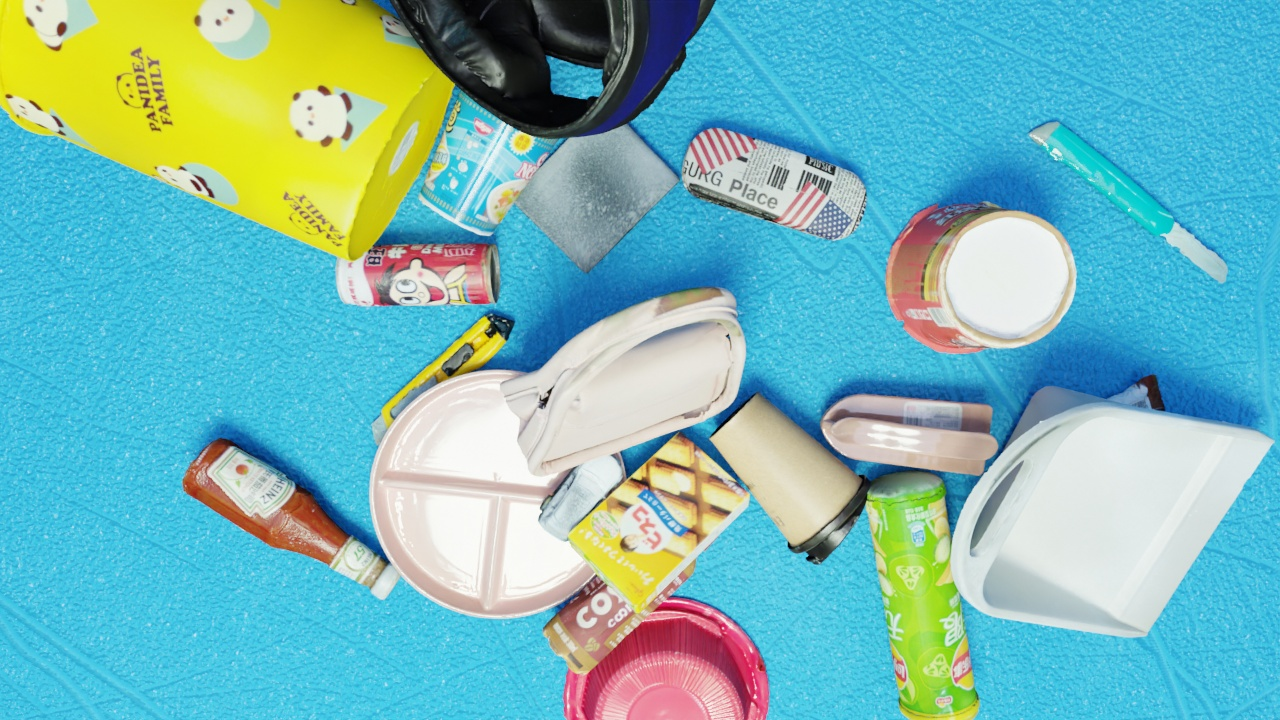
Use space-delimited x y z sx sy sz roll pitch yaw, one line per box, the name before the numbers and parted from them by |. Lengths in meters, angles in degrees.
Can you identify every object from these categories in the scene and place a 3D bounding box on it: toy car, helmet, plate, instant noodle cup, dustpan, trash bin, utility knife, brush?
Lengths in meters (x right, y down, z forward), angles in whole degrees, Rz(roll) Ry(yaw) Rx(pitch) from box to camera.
toy car | -0.053 0.117 0.804 0.043 0.034 0.090 38 92 -4
helmet | -0.048 -0.322 0.671 0.248 0.239 0.315 -34 88 42
plate | -0.127 0.120 0.831 0.229 0.028 0.229 0 98 -3
instant noodle cup | -0.131 -0.169 0.773 0.099 0.099 0.110 31 105 -3
dustpan | 0.380 0.136 0.761 0.258 0.142 0.223 21 109 2
trash bin | -0.298 -0.215 0.707 0.255 0.229 0.230 28 96 -8
instant noodle cup | 0.024 0.320 0.840 0.194 0.066 0.194 0 98 1
instant noodle cup | 0.287 -0.067 0.768 0.138 0.108 0.138 0 97 0
utility knife | 0.431 -0.139 0.806 0.218 0.013 0.029 38 94 -1
utility knife | -0.181 0.017 0.830 0.171 0.015 0.033 -41 92 5
brush | 0.231 0.062 0.803 0.145 0.073 0.063 6 98 1

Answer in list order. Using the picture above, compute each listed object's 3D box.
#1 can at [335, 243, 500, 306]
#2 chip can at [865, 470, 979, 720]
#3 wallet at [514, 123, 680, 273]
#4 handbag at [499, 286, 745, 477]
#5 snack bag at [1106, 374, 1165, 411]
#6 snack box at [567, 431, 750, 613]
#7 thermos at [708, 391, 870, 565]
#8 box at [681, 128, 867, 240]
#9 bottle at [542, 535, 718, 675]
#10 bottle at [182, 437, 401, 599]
can | -0.192 -0.075 0.800 0.133 0.053 0.053 -1 97 1
chip can | 0.251 0.209 0.820 0.072 0.072 0.221 -11 96 2
wallet | -0.040 -0.151 0.808 0.121 0.019 0.097 -44 93 7
handbag | -0.004 0.004 0.705 0.193 0.235 0.093 -20 78 -15
snack bag | 0.417 0.051 0.822 0.104 0.026 0.048 -29 113 3
snack box | 0.017 0.138 0.794 0.140 0.034 0.087 -42 66 -15
thermos | 0.130 0.099 0.804 0.093 0.093 0.143 -45 87 5
box | 0.115 -0.152 0.798 0.164 0.051 0.068 20 107 0
bottle | -0.006 0.202 0.823 0.175 0.057 0.057 -43 95 -4
bottle | -0.308 0.147 0.826 0.206 0.059 0.060 35 96 -6
